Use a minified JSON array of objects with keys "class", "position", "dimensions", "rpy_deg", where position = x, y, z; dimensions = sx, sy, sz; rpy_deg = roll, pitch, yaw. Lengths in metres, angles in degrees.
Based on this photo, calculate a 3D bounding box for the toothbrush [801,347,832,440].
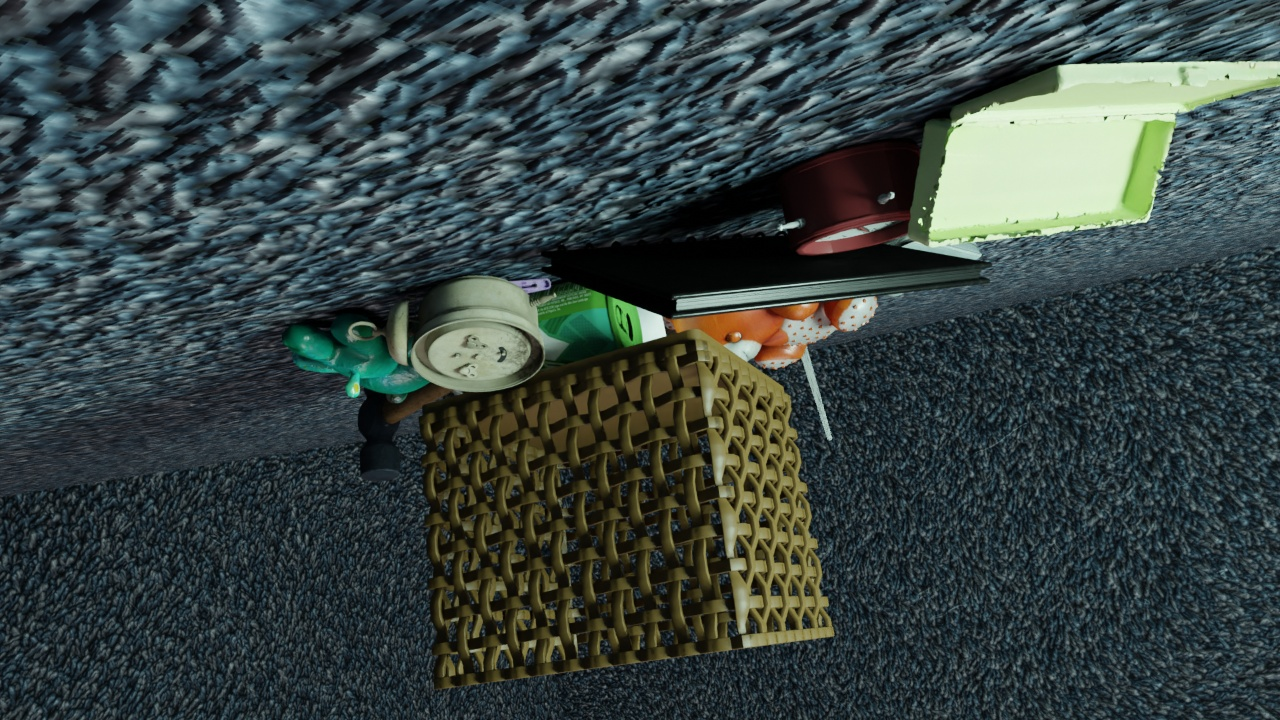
[{"class":"toothbrush","position":[0.179,-0.001,0.996],"dimensions":[0.010,0.181,0.010],"rpy_deg":[-18,171,19]}]

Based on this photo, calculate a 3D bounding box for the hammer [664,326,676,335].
[{"class":"hammer","position":[0.125,-0.059,0.932],"dimensions":[0.316,0.028,0.147],"rpy_deg":[-17,145,-9]}]

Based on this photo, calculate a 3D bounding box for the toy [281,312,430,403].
[{"class":"toy","position":[-0.218,0.001,0.762],"dimensions":[0.131,0.072,0.193],"rpy_deg":[-12,167,10]}]

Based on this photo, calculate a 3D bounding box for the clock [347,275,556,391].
[{"class":"clock","position":[-0.134,-0.023,0.653],"dimensions":[0.140,0.054,0.093],"rpy_deg":[1,147,-13]}]

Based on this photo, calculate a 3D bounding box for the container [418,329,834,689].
[{"class":"container","position":[-0.010,0.131,0.740],"dimensions":[0.252,0.214,0.219],"rpy_deg":[-15,161,22]}]

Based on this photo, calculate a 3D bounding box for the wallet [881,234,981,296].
[{"class":"wallet","position":[0.208,-0.091,0.751],"dimensions":[0.101,0.054,0.131],"rpy_deg":[-29,165,40]}]

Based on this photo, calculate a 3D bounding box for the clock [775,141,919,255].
[{"class":"clock","position":[0.129,-0.093,0.541],"dimensions":[0.087,0.044,0.124],"rpy_deg":[-13,174,28]}]

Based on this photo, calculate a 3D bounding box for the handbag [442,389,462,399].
[{"class":"handbag","position":[-0.137,0.035,0.972],"dimensions":[0.112,0.123,0.172],"rpy_deg":[-3,-174,-34]}]

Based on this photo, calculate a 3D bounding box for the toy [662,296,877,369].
[{"class":"toy","position":[0.111,-0.037,0.848],"dimensions":[0.172,0.092,0.164],"rpy_deg":[2,165,-24]}]

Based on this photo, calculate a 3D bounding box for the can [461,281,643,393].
[{"class":"can","position":[-0.077,-0.017,0.746],"dimensions":[0.144,0.083,0.083],"rpy_deg":[-12,176,15]}]

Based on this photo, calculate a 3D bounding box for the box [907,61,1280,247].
[{"class":"box","position":[0.237,-0.119,0.490],"dimensions":[0.187,0.061,0.134],"rpy_deg":[-10,154,-25]}]

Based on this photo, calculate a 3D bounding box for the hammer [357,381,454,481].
[{"class":"hammer","position":[-0.177,0.011,0.889],"dimensions":[0.323,0.129,0.040],"rpy_deg":[-26,151,37]}]

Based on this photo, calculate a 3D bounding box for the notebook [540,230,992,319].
[{"class":"notebook","position":[0.074,-0.060,0.579],"dimensions":[0.231,0.019,0.169],"rpy_deg":[-8,-163,-29]}]

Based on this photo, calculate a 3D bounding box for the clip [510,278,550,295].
[{"class":"clip","position":[-0.089,-0.055,0.696],"dimensions":[0.045,0.014,0.050],"rpy_deg":[-12,178,13]}]

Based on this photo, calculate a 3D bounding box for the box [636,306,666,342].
[{"class":"box","position":[-0.003,0.004,0.855],"dimensions":[0.081,0.091,0.160],"rpy_deg":[11,142,21]}]
